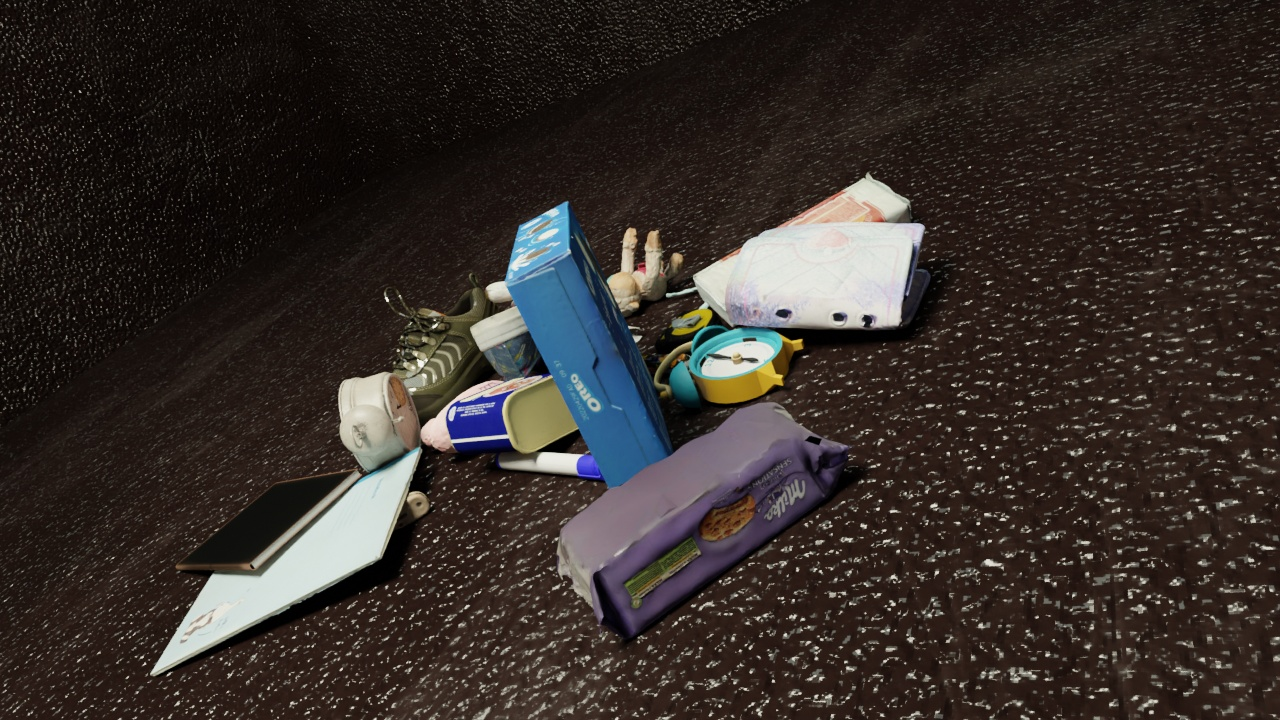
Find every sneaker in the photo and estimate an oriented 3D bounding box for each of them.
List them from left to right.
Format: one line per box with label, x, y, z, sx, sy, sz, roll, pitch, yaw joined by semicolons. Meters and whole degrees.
sneaker;-0.252;-0.018;1.075;0.101;0.143;0.237;4;38;50
sneaker;-0.110;-0.027;1.029;0.087;0.079;0.235;-22;3;16

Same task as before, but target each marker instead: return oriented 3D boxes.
marker;-0.080;0.093;0.820;0.142;0.020;0.020;-2;33;44

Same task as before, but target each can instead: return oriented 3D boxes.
can;-0.114;0.049;0.871;0.092;0.056;0.116;-9;10;40

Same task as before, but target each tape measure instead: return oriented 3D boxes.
tape measure;0.052;-0.028;0.913;0.061;0.034;0.061;-3;33;40

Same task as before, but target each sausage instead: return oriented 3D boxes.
sausage;-0.005;0.005;0.923;0.156;0.020;0.020;-4;32;42

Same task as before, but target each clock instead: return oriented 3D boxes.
clock;-0.266;0.064;0.940;0.061;0.103;0.157;-17;6;2
clock;0.075;0.004;0.816;0.130;0.044;0.098;-3;32;31

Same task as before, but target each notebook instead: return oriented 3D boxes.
notebook;-0.396;0.170;0.969;0.210;0.008;0.141;-13;25;45
notebook;-0.328;0.185;0.871;0.254;0.009;0.180;-28;22;11

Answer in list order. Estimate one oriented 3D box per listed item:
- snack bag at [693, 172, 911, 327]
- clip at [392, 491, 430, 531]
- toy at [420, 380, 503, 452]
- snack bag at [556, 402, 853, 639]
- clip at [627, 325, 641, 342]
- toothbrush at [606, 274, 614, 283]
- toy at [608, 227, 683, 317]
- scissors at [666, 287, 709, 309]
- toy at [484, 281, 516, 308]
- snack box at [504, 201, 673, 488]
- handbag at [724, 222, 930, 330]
snack bag;0.167;-0.115;0.950;0.225;0.041;0.077;-29;42;-9
clip;-0.228;0.143;0.868;0.058;0.026;0.052;-48;27;-24
toy;-0.183;0.061;0.958;0.105;0.053;0.108;-21;14;46
snack bag;0.038;0.099;0.632;0.205;0.058;0.096;-33;23;-14
clip;-0.045;-0.021;1.031;0.055;0.045;0.102;-30;21;-26
toothbrush;-0.050;-0.067;1.132;0.022;0.017;0.134;-14;29;27
toy;-0.008;-0.098;1.075;0.085;0.074;0.106;25;80;52
scissors;0.108;-0.094;1.018;0.173;0.023;0.170;4;39;41
toy;-0.121;-0.090;1.097;0.123;0.038;0.079;-18;-16;20
snack box;-0.040;-0.017;0.762;0.056;0.195;0.238;-24;18;4
handbag;0.168;-0.075;0.816;0.159;0.069;0.126;4;34;28
